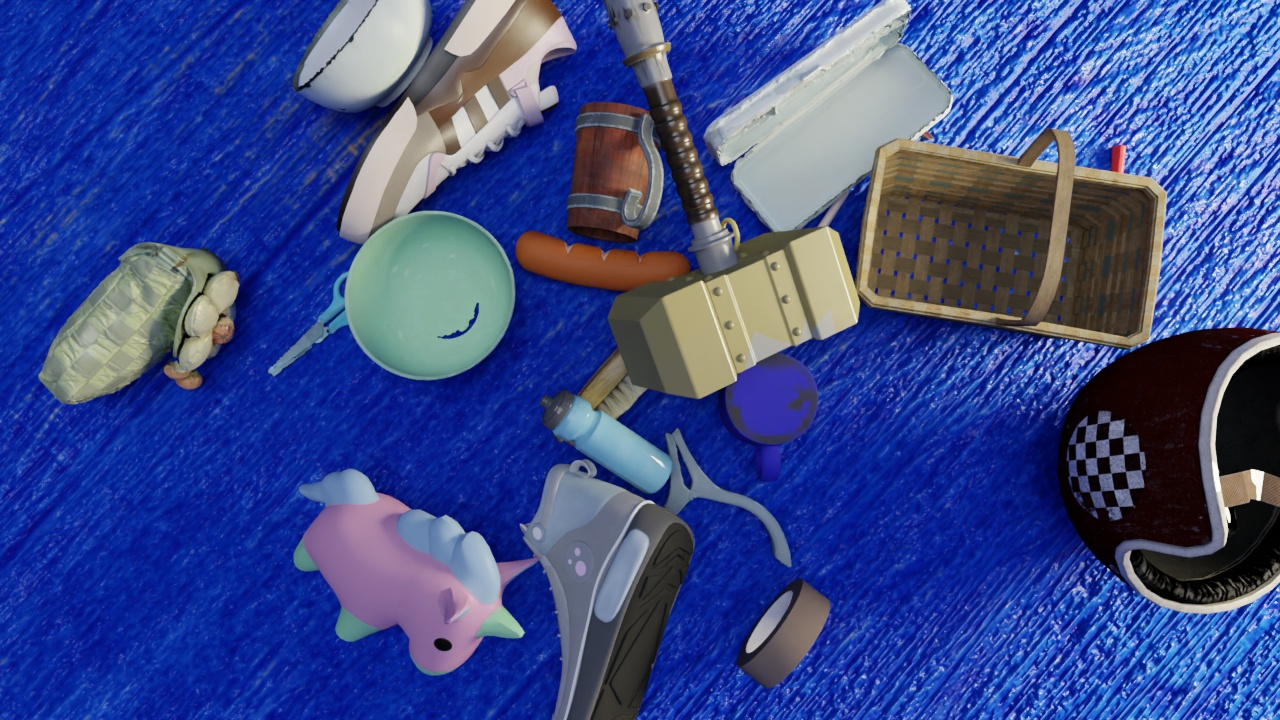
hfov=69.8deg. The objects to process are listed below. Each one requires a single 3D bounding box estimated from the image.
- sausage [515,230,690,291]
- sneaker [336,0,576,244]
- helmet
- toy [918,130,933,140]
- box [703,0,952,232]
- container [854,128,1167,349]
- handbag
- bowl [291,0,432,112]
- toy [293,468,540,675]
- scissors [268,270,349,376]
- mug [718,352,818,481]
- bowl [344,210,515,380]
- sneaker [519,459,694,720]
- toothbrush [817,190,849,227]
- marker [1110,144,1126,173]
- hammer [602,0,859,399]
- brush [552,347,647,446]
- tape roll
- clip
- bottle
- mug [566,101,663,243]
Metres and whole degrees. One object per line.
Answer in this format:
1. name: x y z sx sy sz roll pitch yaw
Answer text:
1. sausage: -0.035 -0.089 0.856 0.164 0.039 0.044 8 88 2
2. sneaker: -0.163 -0.215 0.851 0.116 0.112 0.293 34 85 -16
3. helmet: 0.471 0.089 0.723 0.233 0.254 0.233 -8 82 -15
4. toy: 0.235 -0.251 0.871 0.049 0.030 0.111 -22 85 -11
5. box: 0.165 -0.224 0.814 0.211 0.105 0.130 -40 75 7
6. container: 0.313 -0.099 0.776 0.250 0.186 0.157 10 85 2
7. handbag: -0.441 -0.024 0.830 0.117 0.113 0.186 44 90 -9
8. bowl: -0.244 -0.288 0.840 0.073 0.153 0.153 35 85 -34
9. toy: -0.203 0.169 0.781 0.172 0.119 0.222 -41 81 30
10. scissors: -0.300 -0.032 0.869 0.136 0.015 0.055 -42 87 -6
11. mug: 0.112 0.052 0.817 0.079 0.083 0.111 -2 84 1
12. bowl: -0.184 -0.054 0.836 0.151 0.077 0.151 0 84 1
13. sneaker: -0.060 0.223 0.812 0.160 0.093 0.257 28 105 32
14. toothbrush: 0.144 -0.089 0.865 0.018 0.016 0.181 34 87 10
15. marker: 0.447 -0.133 0.865 0.013 0.013 0.142 7 85 2
16. hammer: 0.037 -0.152 0.742 0.190 0.101 0.325 -24 103 -18
17. brush: -0.005 0.005 0.836 0.043 0.059 0.195 43 91 -6
18. tape roll: 0.123 0.235 0.794 0.030 0.094 0.093 38 86 4
19. clip: 0.079 0.154 0.838 0.164 0.031 0.169 10 86 0
20. bottle: -0.033 0.068 0.798 0.130 0.040 0.040 35 86 -16
21. mug: -0.016 -0.169 0.830 0.081 0.117 0.111 11 88 -34
